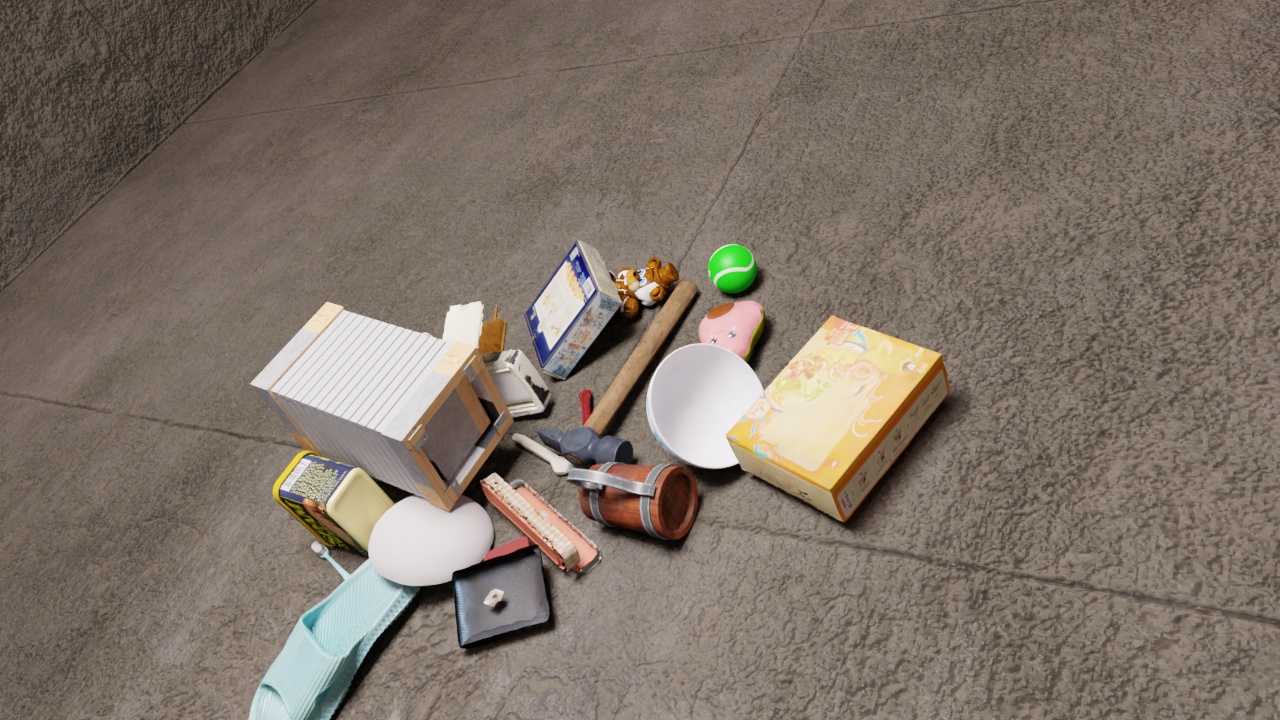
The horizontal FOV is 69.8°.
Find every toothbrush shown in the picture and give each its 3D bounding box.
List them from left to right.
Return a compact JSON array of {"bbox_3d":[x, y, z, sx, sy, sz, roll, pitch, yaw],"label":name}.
[{"bbox_3d":[-0.370,0.274,1.156,0.181,0.016,0.016,25,66,42],"label":"toothbrush"}]

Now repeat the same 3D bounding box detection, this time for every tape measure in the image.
[{"bbox_3d":[-0.151,0.237,1.062,0.059,0.019,0.051,-24,44,7],"label":"tape measure"}]

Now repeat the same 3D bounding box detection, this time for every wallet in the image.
[{"bbox_3d":[-0.154,0.261,1.017,0.115,0.026,0.089,-19,60,11],"label":"wallet"}]

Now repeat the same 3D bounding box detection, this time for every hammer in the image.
[{"bbox_3d":[-0.007,0.007,1.190,0.129,0.040,0.320,9,50,33],"label":"hammer"}]

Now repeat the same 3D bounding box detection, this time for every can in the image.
[{"bbox_3d":[-0.375,0.185,1.159,0.104,0.135,0.075,9,53,33],"label":"can"}]

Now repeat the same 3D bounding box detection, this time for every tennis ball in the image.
[{"bbox_3d":[0.124,-0.123,1.231,0.065,0.065,0.065,-16,42,15],"label":"tennis ball"}]

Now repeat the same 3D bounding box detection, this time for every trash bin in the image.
[{"bbox_3d":[-0.312,0.052,1.125,0.247,0.143,0.142,16,55,27],"label":"trash bin"}]

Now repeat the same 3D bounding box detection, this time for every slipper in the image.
[{"bbox_3d":[-0.356,0.319,1.051,0.116,0.069,0.275,20,62,37],"label":"slipper"}]

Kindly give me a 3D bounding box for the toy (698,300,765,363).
[{"bbox_3d":[0.115,-0.029,1.152,0.090,0.051,0.109,-14,44,19],"label":"toy"}]

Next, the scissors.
[{"bbox_3d":[-0.091,0.112,1.158,0.180,0.015,0.198,-6,47,24],"label":"scissors"}]

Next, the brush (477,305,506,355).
[{"bbox_3d":[-0.228,-0.044,1.393,0.048,0.017,0.126,-17,42,14],"label":"brush"}]

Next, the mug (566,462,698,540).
[{"bbox_3d":[-0.014,0.145,1.005,0.111,0.117,0.081,2,68,36],"label":"mug"}]

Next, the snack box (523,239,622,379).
[{"bbox_3d":[-0.097,-0.073,1.279,0.145,0.042,0.144,-52,35,22],"label":"snack box"}]

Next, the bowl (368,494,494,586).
[{"bbox_3d":[-0.253,0.200,1.098,0.149,0.043,0.149,-1,33,0],"label":"bowl"}]

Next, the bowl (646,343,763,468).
[{"bbox_3d":[0.065,0.060,1.056,0.143,0.144,0.074,-54,6,-26],"label":"bowl"}]

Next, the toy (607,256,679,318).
[{"bbox_3d":[-0.003,-0.104,1.288,0.113,0.067,0.087,-26,48,24],"label":"toy"}]

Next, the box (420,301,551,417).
[{"bbox_3d":[-0.222,0.019,1.195,0.144,0.180,0.080,-12,38,29],"label":"box"}]

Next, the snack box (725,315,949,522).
[{"bbox_3d":[0.212,0.061,0.981,0.195,0.081,0.145,-46,43,-18],"label":"snack box"}]

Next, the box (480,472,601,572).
[{"bbox_3d":[-0.119,0.184,1.073,0.067,0.057,0.187,-16,31,-36],"label":"box"}]
